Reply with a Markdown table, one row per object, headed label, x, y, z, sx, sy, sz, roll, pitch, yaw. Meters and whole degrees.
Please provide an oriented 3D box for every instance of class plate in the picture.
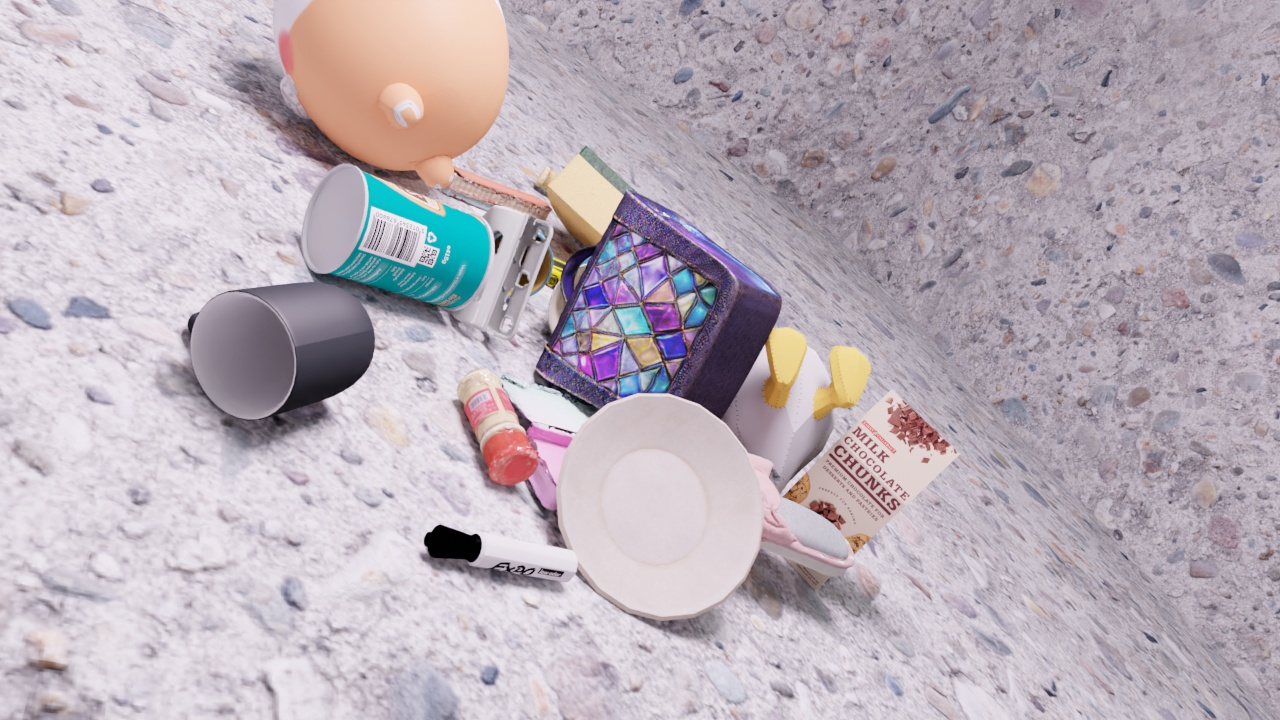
| label | x | y | z | sx | sy | sz | roll | pitch | yaw |
| --- | --- | --- | --- | --- | --- | --- | --- | --- | --- |
| plate | 0.016 | 0.122 | 0.773 | 0.188 | 0.027 | 0.188 | 8 | 70 | -22 |

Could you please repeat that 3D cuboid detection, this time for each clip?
| label | x | y | z | sx | sy | sz | roll | pitch | yaw |
| --- | --- | --- | --- | --- | --- | --- | --- | --- | --- |
| clip | -0.161 | -0.098 | 0.932 | 0.148 | 0.125 | 0.081 | 24 | 2 | 36 |

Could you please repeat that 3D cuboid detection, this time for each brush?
| label | x | y | z | sx | sy | sz | roll | pitch | yaw |
| --- | --- | --- | --- | --- | --- | --- | --- | --- | --- |
| brush | -0.010 | -0.167 | 1.277 | 0.250 | 0.075 | 0.195 | 41 | -5 | 10 |

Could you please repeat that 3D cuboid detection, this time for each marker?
| label | x | y | z | sx | sy | sz | roll | pitch | yaw |
| --- | --- | --- | --- | --- | --- | --- | --- | --- | --- |
| marker | -0.099 | 0.138 | 0.657 | 0.125 | 0.025 | 0.025 | 22 | 26 | -40 |

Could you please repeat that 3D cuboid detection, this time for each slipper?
| label | x | y | z | sx | sy | sz | roll | pitch | yaw |
| --- | --- | --- | --- | --- | --- | --- | --- | --- | --- |
| slipper | 0.108 | 0.133 | 0.887 | 0.274 | 0.054 | 0.114 | 27 | 23 | -25 |

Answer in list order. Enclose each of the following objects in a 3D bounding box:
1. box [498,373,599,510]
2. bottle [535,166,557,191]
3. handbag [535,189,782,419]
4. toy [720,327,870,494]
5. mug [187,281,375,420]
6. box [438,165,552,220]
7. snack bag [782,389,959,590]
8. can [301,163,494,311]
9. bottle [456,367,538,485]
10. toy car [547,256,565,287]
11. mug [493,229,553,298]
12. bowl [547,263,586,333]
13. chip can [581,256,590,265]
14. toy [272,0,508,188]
| label | x | y | z | sx | sy | sz | roll | pitch | yaw |
| --- | --- | --- | --- | --- | --- | --- | --- | --- | --- |
| box | -0.027 | 0.089 | 0.874 | 0.230 | 0.035 | 0.159 | 20 | 29 | -44 |
| bottle | -0.094 | -0.250 | 1.470 | 0.161 | 0.046 | 0.072 | 33 | 21 | -18 |
| handbag | 0.006 | -0.048 | 0.932 | 0.222 | 0.205 | 0.125 | 34 | 12 | 30 |
| toy | 0.137 | 0.054 | 1.039 | 0.141 | 0.268 | 0.246 | 16 | 65 | -15 |
| mug | -0.257 | -0.014 | 0.636 | 0.122 | 0.085 | 0.094 | 14 | 13 | 16 |
| box | -0.195 | -0.225 | 1.240 | 0.186 | 0.053 | 0.058 | 12 | 66 | -50 |
| snack bag | 0.233 | 0.137 | 0.987 | 0.094 | 0.207 | 0.069 | 46 | 21 | 17 |
| can | -0.224 | -0.111 | 0.856 | 0.143 | 0.099 | 0.099 | 16 | 30 | -48 |
| bottle | -0.122 | 0.054 | 0.772 | 0.044 | 0.044 | 0.109 | 21 | 26 | -43 |
| toy car | -0.086 | -0.101 | 1.190 | 0.107 | 0.030 | 0.049 | 31 | 21 | -28 |
| mug | -0.163 | -0.129 | 1.055 | 0.112 | 0.085 | 0.104 | 2 | 26 | -15 |
| bowl | -0.051 | -0.059 | 1.057 | 0.115 | 0.115 | 0.062 | 35 | 6 | -15 |
| chip can | 0.006 | -0.050 | 1.164 | 0.213 | 0.087 | 0.087 | 29 | 22 | -25 |
| toy | -0.278 | -0.342 | 1.042 | 0.263 | 0.265 | 0.280 | 75 | -5 | -68 |
